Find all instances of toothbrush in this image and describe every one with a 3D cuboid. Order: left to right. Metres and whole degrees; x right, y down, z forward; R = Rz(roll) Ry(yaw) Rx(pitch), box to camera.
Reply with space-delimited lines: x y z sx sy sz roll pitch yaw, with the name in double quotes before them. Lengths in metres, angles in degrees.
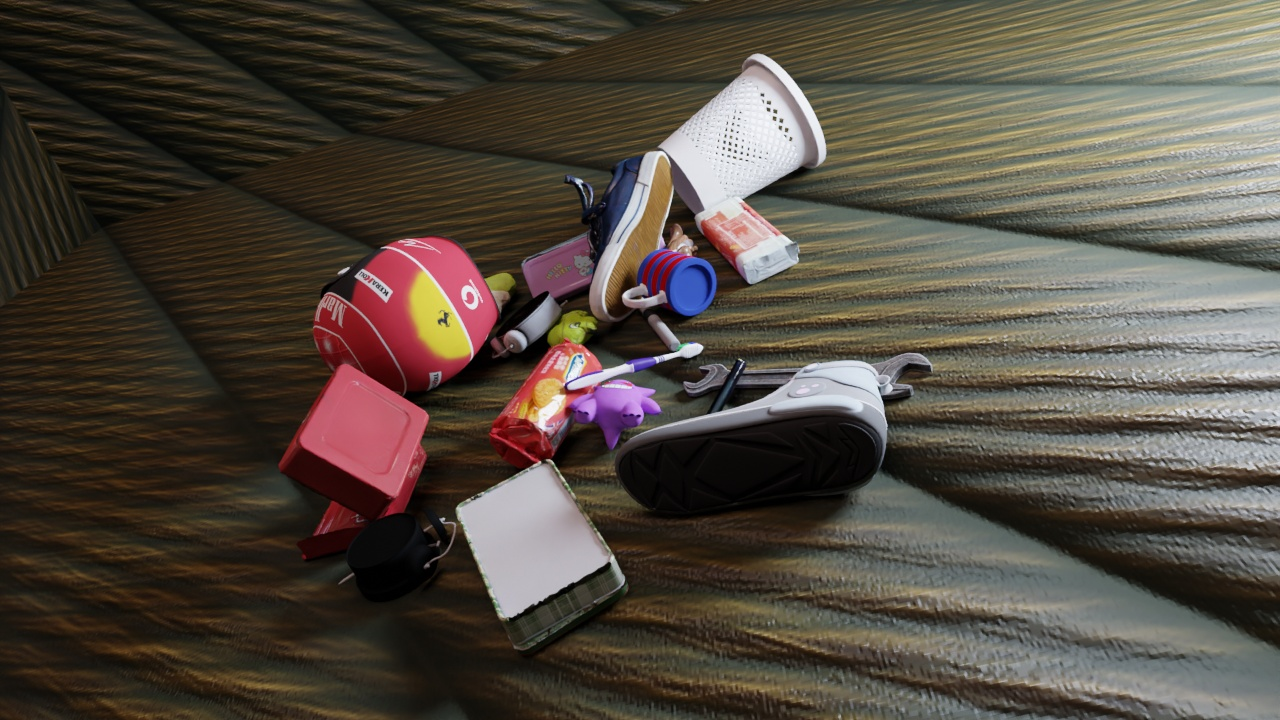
"toothbrush" -0.006 0.006 1.061 0.186 0.015 0.016 -16 21 -28

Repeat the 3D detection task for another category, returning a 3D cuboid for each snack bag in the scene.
"snack bag" -0.105 0.052 1.048 0.082 0.082 0.175 -4 34 30
"snack bag" 0.144 -0.172 1.280 0.077 0.041 0.225 -25 31 -2

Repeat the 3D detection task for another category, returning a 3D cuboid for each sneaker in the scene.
"sneaker" -0.046 -0.178 1.288 0.127 0.121 0.293 -2 53 24
"sneaker" 0.109 0.062 0.882 0.257 0.093 0.160 -11 23 23

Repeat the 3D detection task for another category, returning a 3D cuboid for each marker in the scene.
"marker" 0.022 -0.045 1.178 0.016 0.016 0.140 -26 29 -5

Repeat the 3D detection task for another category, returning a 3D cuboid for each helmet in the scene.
"helmet" -0.333 -0.054 1.259 0.224 0.198 0.271 -38 24 -26

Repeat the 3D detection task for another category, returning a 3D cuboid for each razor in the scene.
"razor" 0.078 0.051 0.970 0.043 0.022 0.143 -11 33 48

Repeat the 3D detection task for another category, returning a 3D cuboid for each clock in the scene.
"clock" -0.244 0.195 0.939 0.121 0.042 0.091 -16 30 13
"clock" -0.159 -0.045 1.257 0.122 0.035 0.095 -49 18 -28

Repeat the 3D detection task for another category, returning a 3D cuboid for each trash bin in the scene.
"trash bin" 0.143 -0.328 1.408 0.199 0.195 0.195 -35 30 -3

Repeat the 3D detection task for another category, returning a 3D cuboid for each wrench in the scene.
"wrench" 0.169 0.019 0.977 0.274 0.010 0.069 -2 35 33

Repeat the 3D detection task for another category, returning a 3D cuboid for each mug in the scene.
"mug" 0.032 -0.094 1.186 0.111 0.075 0.076 -28 29 -24

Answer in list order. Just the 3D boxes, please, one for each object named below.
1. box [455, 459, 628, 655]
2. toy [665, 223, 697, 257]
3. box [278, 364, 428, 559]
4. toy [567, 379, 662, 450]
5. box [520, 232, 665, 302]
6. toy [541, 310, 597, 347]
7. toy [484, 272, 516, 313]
"box" -0.097 0.177 0.865 0.117 0.050 0.205 -27 30 -13
"toy" 0.056 -0.158 1.314 0.055 0.042 0.101 5 31 17
"box" -0.325 0.104 1.030 0.152 0.165 0.157 -12 31 10
"toy" -0.027 0.053 1.011 0.106 0.056 0.087 3 33 12
"box" -0.069 -0.149 1.395 0.214 0.089 0.093 -23 -12 0
"toy" -0.095 -0.041 1.235 0.094 0.036 0.093 -19 26 24
"toy" -0.233 -0.093 1.409 0.092 0.043 0.117 -18 32 3
